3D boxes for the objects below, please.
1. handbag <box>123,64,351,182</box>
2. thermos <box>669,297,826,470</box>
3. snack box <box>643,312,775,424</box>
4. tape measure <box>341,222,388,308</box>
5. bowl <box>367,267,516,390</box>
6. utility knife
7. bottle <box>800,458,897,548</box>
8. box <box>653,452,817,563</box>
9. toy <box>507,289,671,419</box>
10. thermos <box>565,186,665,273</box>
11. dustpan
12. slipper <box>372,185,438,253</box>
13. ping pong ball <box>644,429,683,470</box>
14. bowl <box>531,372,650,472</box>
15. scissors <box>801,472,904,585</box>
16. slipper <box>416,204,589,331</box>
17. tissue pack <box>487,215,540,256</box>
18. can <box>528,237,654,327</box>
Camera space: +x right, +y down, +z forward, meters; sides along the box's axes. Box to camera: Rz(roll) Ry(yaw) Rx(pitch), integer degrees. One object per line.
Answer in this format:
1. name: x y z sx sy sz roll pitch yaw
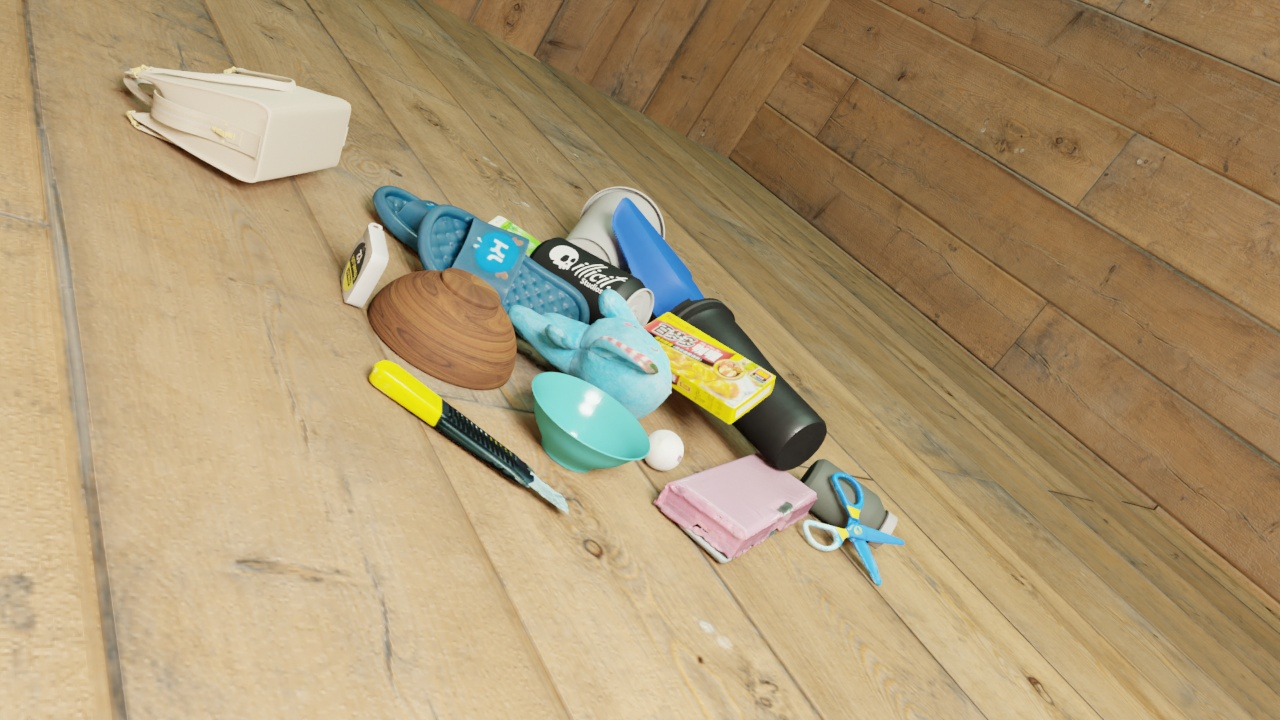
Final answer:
1. handbag: -0.436 -0.264 0.957 0.198 0.101 0.194 22 19 2
2. thermos: 0.114 0.027 1.044 0.105 0.106 0.218 12 29 -47
3. snack box: 0.061 0.005 0.982 0.152 0.025 0.075 33 46 28
4. tape measure: -0.253 -0.086 0.841 0.016 0.065 0.064 21 25 -33
5. bowl: -0.172 -0.044 0.862 0.147 0.069 0.147 30 19 -12
6. utility knife: -0.136 0.063 0.739 0.198 0.020 0.028 35 20 6
7. bottle: 0.230 0.162 1.030 0.108 0.060 0.060 35 19 4
8. box: 0.101 0.141 0.916 0.098 0.041 0.232 33 17 21
9. toy: -0.045 -0.015 0.929 0.180 0.114 0.183 31 -10 5
10. thermos: -0.048 -0.160 1.284 0.131 0.132 0.221 34 27 0
11. dustpan: 0.063 -0.059 1.218 0.257 0.059 0.245 59 10 31
12. slipper: -0.208 -0.138 1.052 0.214 0.059 0.103 36 17 1
13. ping pong ball: 0.022 0.088 0.901 0.040 0.040 0.040 30 20 -12
14. bowl: -0.055 0.065 0.822 0.121 0.046 0.121 30 19 -12
15. scissors: 0.224 0.183 0.976 0.125 0.016 0.125 -20 79 -23
16. slipper: -0.143 -0.087 0.982 0.213 0.059 0.103 34 59 -19
17. tissue pack: -0.164 -0.141 1.171 0.099 0.034 0.113 34 21 -5
18. can: -0.062 -0.083 1.085 0.146 0.080 0.080 30 16 25
